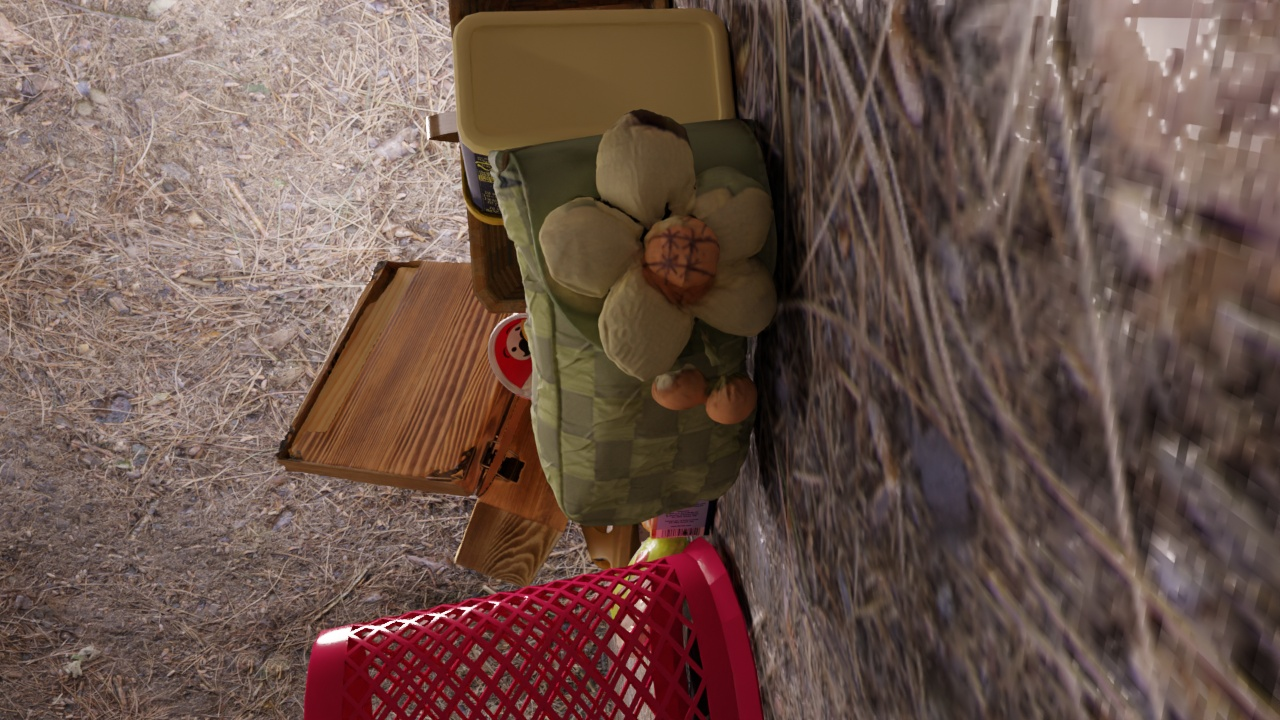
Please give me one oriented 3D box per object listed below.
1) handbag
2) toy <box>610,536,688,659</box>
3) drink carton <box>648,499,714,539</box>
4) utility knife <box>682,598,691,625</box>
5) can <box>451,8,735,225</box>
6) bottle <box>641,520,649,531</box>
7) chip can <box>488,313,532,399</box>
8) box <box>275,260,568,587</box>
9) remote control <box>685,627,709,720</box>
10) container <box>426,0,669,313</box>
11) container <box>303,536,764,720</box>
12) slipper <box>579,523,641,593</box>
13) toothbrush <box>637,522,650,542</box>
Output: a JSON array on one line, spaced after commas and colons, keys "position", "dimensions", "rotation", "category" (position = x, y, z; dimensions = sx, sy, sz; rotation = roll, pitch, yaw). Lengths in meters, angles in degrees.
[{"position": [0.009, -0.010, 0.381], "dimensions": [0.117, 0.113, 0.186], "rotation": [-137, 38, -63], "category": "handbag"}, {"position": [0.007, 0.176, 0.689], "dimensions": [0.092, 0.046, 0.115], "rotation": [-59, 4, 16], "category": "toy"}, {"position": [0.024, 0.050, 0.562], "dimensions": [0.130, 0.040, 0.064], "rotation": [92, 172, -50], "category": "drink carton"}, {"position": [0.030, 0.193, 0.771], "dimensions": [0.022, 0.016, 0.179], "rotation": [-61, 1, -5], "category": "utility knife"}, {"position": [-0.026, -0.121, 0.466], "dimensions": [0.104, 0.135, 0.075], "rotation": [132, 134, -80], "category": "can"}, {"position": [0.006, 0.080, 0.677], "dimensions": [0.063, 0.063, 0.109], "rotation": [-100, -5, -53], "category": "bottle"}, {"position": [-0.051, -0.047, 0.767], "dimensions": [0.220, 0.069, 0.069], "rotation": [-58, -30, -60], "category": "chip can"}, {"position": [-0.198, 0.041, 1.010], "dimensions": [0.283, 0.315, 0.278], "rotation": [124, 168, -58], "category": "box"}, {"position": [0.042, 0.250, 0.665], "dimensions": [0.032, 0.015, 0.137], "rotation": [-101, 9, -56], "category": "remote control"}, {"position": [-0.049, -0.157, 0.624], "dimensions": [0.186, 0.157, 0.250], "rotation": [-61, -32, -79], "category": "container"}, {"position": [-0.064, 0.206, 0.525], "dimensions": [0.183, 0.225, 0.183], "rotation": [175, 91, -80], "category": "container"}, {"position": [-0.038, 0.149, 1.039], "dimensions": [0.099, 0.078, 0.263], "rotation": [81, -170, -73], "category": "slipper"}, {"position": [0.003, 0.110, 0.992], "dimensions": [0.015, 0.018, 0.181], "rotation": [-109, 17, -79], "category": "toothbrush"}]
